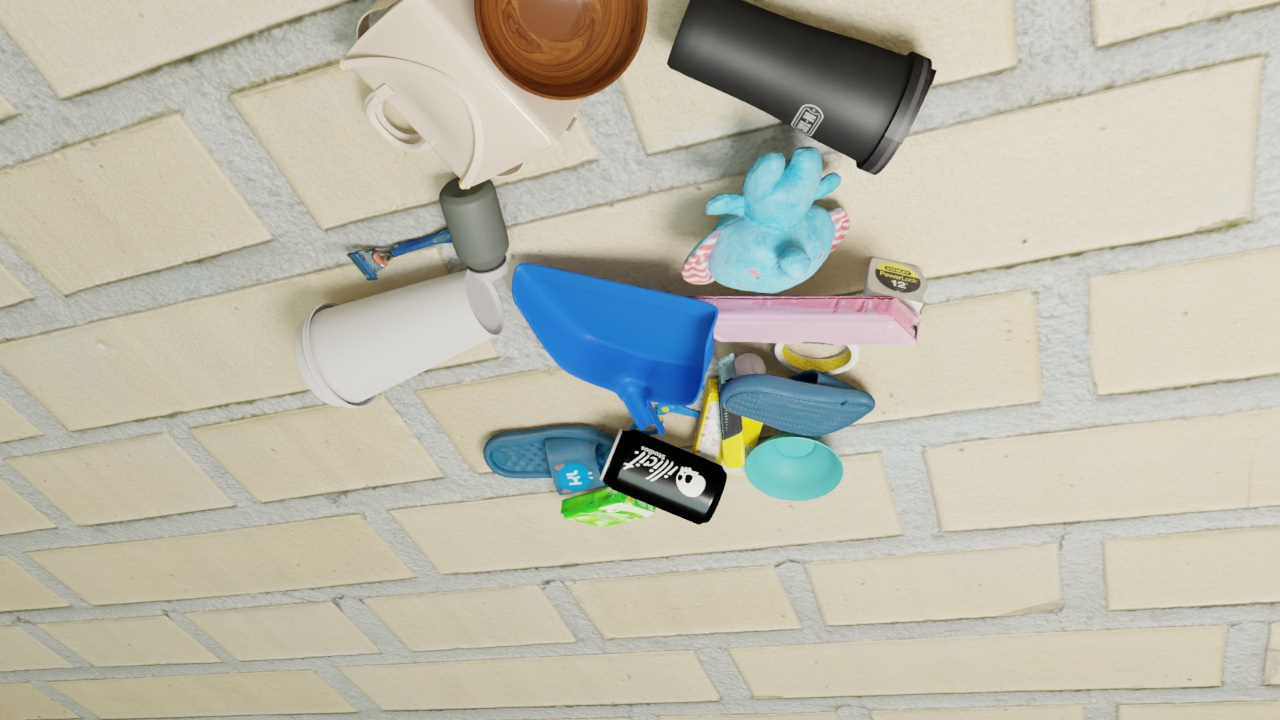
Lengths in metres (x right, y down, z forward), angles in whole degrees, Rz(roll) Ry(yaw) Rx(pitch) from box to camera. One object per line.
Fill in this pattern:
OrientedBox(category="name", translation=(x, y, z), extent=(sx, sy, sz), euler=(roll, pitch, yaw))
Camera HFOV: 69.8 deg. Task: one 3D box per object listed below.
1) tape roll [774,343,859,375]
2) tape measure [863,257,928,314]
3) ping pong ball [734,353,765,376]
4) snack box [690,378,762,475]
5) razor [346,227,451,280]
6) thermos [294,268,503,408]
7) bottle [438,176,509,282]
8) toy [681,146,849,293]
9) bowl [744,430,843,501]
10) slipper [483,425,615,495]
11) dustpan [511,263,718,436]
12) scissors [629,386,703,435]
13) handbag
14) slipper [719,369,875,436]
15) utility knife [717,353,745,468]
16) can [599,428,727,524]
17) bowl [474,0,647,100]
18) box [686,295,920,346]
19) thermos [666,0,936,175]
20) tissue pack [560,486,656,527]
OrientedBox(category="tape roll", translation=(0.199, -0.015, 1.034), extent=(0.094, 0.019, 0.094), euler=(9, 150, 5))
OrientedBox(category="tape measure", translation=(0.264, -0.077, 0.947), extent=(0.064, 0.064, 0.017), euler=(14, 134, 1))
OrientedBox(category="ping pong ball", translation=(0.126, 0.011, 1.075), extent=(0.040, 0.040, 0.040), euler=(6, 134, 6))
OrientedBox(category="snack box", translation=(0.110, 0.087, 1.155), extent=(0.075, 0.025, 0.153), euler=(6, 134, -4))
OrientedBox(category="razor", translation=(-0.262, -0.126, 1.039), extent=(0.141, 0.018, 0.044), euler=(-15, 131, 19))
OrientedBox(category="thermos", translation=(-0.276, -0.033, 1.066), extent=(0.222, 0.131, 0.131), euler=(-19, 127, 17))
OrientedBox(category="bottle", translation=(-0.174, -0.140, 0.979), extent=(0.060, 0.060, 0.109), euler=(0, 133, 11))
OrientedBox(category="toy", translation=(0.133, -0.125, 0.881), extent=(0.183, 0.114, 0.181), euler=(-12, 153, -13))
OrientedBox(category="bowl", translation=(0.195, 0.122, 1.161), extent=(0.121, 0.046, 0.121), euler=(6, 134, 6))
OrientedBox(category="slipper", translation=(-0.111, 0.134, 1.228), extent=(0.214, 0.059, 0.104), euler=(2, 130, 11))
OrientedBox(category="dustpan", translation=(-0.006, 0.006, 1.058), extent=(0.246, 0.059, 0.258), euler=(14, 155, 25))
OrientedBox(category="scissors", translation=(0.026, 0.054, 1.157), extent=(0.126, 0.016, 0.125), euler=(-30, 124, 28))
OrientedBox(category="handbag", translation=(-0.187, -0.250, 0.866), extent=(0.198, 0.101, 0.194), euler=(-18, 128, 41))
OrientedBox(category="slipper", translation=(0.185, 0.041, 1.057), extent=(0.213, 0.059, 0.104), euler=(13, 150, -33))
OrientedBox(category="utility knife", translation=(0.108, 0.062, 1.097), extent=(0.029, 0.020, 0.198), euler=(-4, 135, 4))
OrientedBox(category="can", translation=(0.029, 0.145, 1.152), extent=(0.146, 0.080, 0.080), euler=(22, 134, 0))
OrientedBox(category="bowl", translation=(-0.074, -0.303, 0.786), extent=(0.147, 0.069, 0.147), euler=(-8, 114, -18))
OrientedBox(category="box", translation=(0.164, -0.046, 0.950), extent=(0.233, 0.041, 0.098), euler=(2, 166, 35))
OrientedBox(category="thermos", translation=(0.137, -0.247, 0.793), extent=(0.218, 0.105, 0.106), euler=(22, 133, -3))
OrientedBox(category="tissue pack", translation=(-0.042, 0.201, 1.267), extent=(0.100, 0.034, 0.114), euler=(-20, 154, 26))
